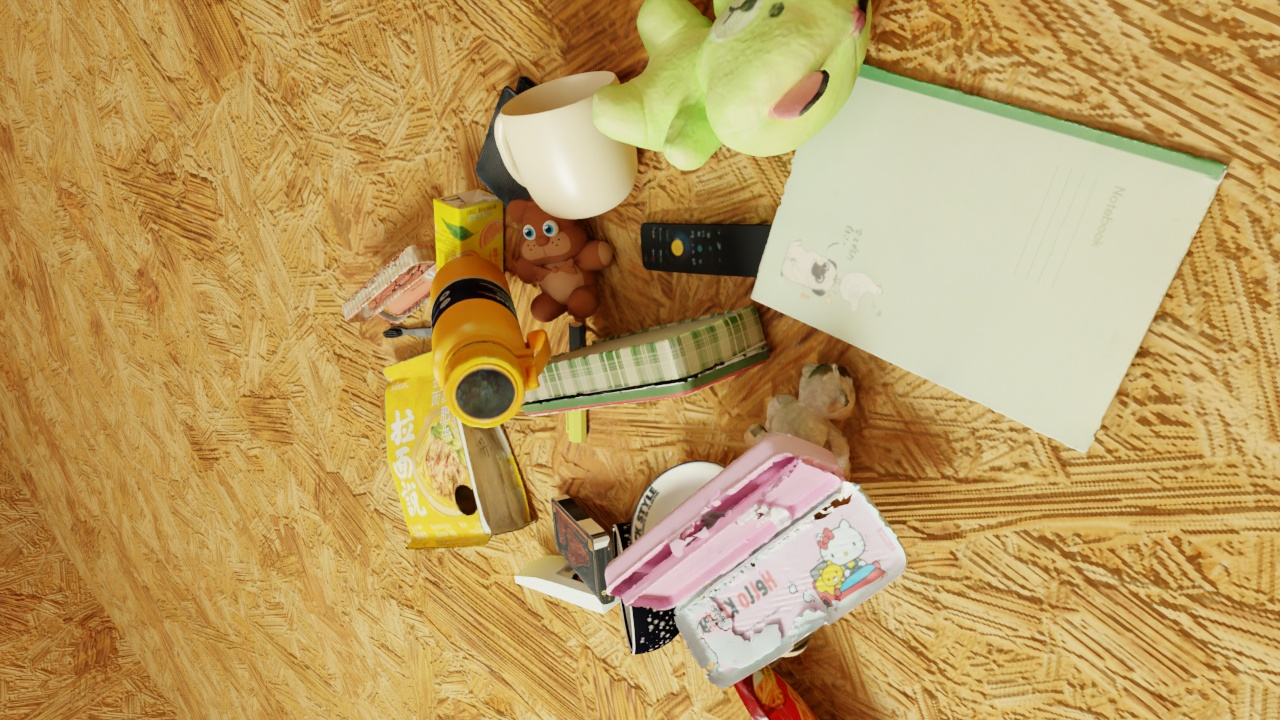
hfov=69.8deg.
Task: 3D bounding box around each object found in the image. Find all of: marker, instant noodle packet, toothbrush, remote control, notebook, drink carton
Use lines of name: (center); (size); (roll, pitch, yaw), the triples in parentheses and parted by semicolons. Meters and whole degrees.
marker: (-0.063, 0.021, 0.893); (0.021, 0.017, 0.124); (20, 120, 36)
instant noodle packet: (-0.224, 0.100, 1.049); (0.163, 0.084, 0.221); (-15, 92, 44)
toothbrush: (-0.241, -0.032, 1.043); (0.168, 0.013, 0.013); (1, 109, 41)
remote control: (-0.071, 0.231, 0.975); (0.144, 0.049, 0.024); (5, 113, 42)
notebook: (0.198, -0.075, 0.588); (0.253, 0.010, 0.182); (29, 118, 31)
drink carton: (-0.170, -0.097, 0.911); (0.043, 0.058, 0.135); (26, 125, 36)
remote control: (0.057, -0.089, 0.726); (0.152, 0.020, 0.041); (9, 109, 42)

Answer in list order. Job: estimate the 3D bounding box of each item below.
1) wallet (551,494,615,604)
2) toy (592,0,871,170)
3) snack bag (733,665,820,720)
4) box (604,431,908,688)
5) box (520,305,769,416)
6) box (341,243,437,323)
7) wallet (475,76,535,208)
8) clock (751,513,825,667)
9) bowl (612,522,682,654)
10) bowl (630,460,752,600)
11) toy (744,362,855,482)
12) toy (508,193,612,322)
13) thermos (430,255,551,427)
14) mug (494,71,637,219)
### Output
wallet: (-0.058, 0.188, 0.930); (0.123, 0.019, 0.072); (-152, 55, -62)
toy: (0.071, -0.193, 0.606); (0.197, 0.107, 0.150); (15, 76, 41)
snack bag: (0.110, 0.306, 0.802); (0.208, 0.066, 0.139); (50, 178, 9)
box: (0.080, 0.143, 0.679); (0.146, 0.077, 0.202); (40, 120, -11)
box: (-0.005, 0.004, 0.760); (0.206, 0.117, 0.051); (-12, 98, 44)
box: (-0.258, -0.080, 0.995); (0.187, 0.082, 0.041); (-25, 80, 48)
wallet: (-0.104, -0.184, 0.831); (0.089, 0.026, 0.115); (44, 134, 17)
clock: (0.119, 0.197, 0.750); (0.054, 0.092, 0.141); (33, 127, 38)
bowl: (0.016, 0.209, 0.859); (0.120, 0.066, 0.120); (172, 91, -83)
bowl: (0.058, 0.151, 0.789); (0.117, 0.067, 0.117); (-13, 61, 25)
toy: (0.127, 0.041, 0.696); (0.085, 0.074, 0.106); (44, 130, 38)
toy: (-0.076, -0.101, 0.809); (0.095, 0.065, 0.128); (-8, 111, 22)
thermos: (-0.133, -0.025, 0.783); (0.076, 0.091, 0.232); (52, -176, -26)
mug: (-0.062, -0.167, 0.742); (0.120, 0.096, 0.100); (1, 125, 29)
